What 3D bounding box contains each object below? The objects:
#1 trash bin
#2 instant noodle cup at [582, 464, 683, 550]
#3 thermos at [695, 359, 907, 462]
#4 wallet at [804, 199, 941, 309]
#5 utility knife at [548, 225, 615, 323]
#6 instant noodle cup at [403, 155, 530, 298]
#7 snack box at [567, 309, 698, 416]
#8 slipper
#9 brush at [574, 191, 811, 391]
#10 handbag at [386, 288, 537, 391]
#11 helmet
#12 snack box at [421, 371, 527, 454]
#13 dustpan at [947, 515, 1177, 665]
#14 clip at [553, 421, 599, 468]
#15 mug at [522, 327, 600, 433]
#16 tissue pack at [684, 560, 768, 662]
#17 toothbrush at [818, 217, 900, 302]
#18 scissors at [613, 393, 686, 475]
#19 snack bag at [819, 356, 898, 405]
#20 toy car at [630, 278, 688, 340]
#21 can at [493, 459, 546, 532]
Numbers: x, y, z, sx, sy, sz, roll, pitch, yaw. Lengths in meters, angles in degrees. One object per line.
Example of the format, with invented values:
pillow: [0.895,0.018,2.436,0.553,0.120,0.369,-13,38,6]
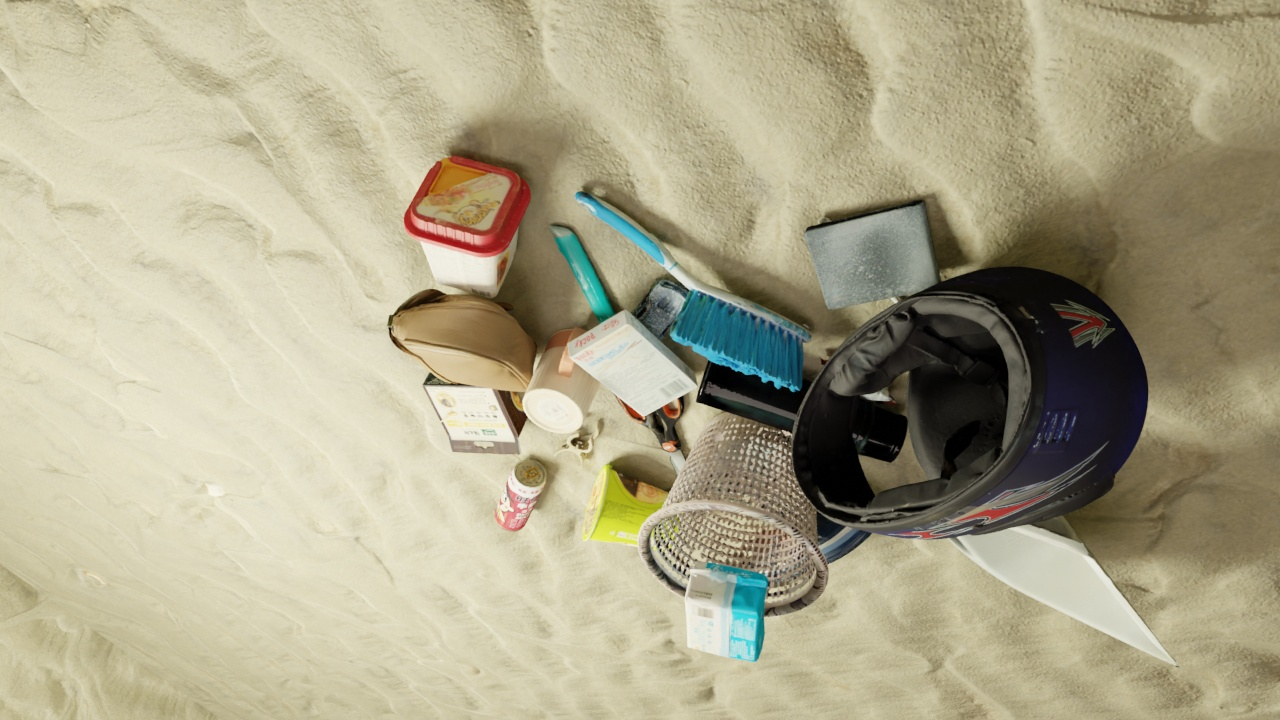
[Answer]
trash bin: [0.128,0.176,1.139,0.227,0.191,0.228,10,136,10]
instant noodle cup: [-0.007,0.217,1.302,0.123,0.111,0.112,17,137,-9]
thermos: [0.188,0.063,1.098,0.242,0.068,0.090,20,144,1]
wallet: [0.237,-0.106,0.934,0.121,0.019,0.097,-12,120,21]
utility knife: [-0.051,-0.072,1.090,0.029,0.013,0.219,-9,127,25]
instant noodle cup: [-0.186,-0.141,1.009,0.117,0.116,0.124,16,148,5]
snack box: [-0.006,0.006,1.091,0.085,0.026,0.157,-29,136,20]
slipper: [0.218,0.235,1.244,0.254,0.104,0.095,-38,84,35]
brush: [0.053,-0.072,1.010,0.314,0.109,0.060,23,174,-11]
handbag: [-0.205,-0.023,1.106,0.148,0.099,0.204,7,166,8]
helmet: [0.332,0.052,0.907,0.240,0.247,0.317,6,145,-38]
snack box: [-0.225,0.068,1.264,0.113,0.053,0.126,1,134,19]
dustpan: [0.458,0.243,1.090,0.143,0.257,0.222,-38,115,16]
clip: [-0.086,0.116,1.277,0.074,0.034,0.101,26,141,-7]
mug: [-0.089,0.016,1.124,0.081,0.105,0.115,20,137,0]
tissue pack: [0.103,0.295,1.082,0.090,0.063,0.140,8,134,14]
toothbrush: [0.245,-0.087,0.964,0.016,0.016,0.180,-36,114,29]
scissors: [0.048,0.103,1.221,0.139,0.021,0.235,-25,121,36]
snack bag: [0.252,0.022,1.060,0.105,0.026,0.045,34,167,-18]
toy car: [0.018,-0.053,1.071,0.049,0.031,0.106,30,137,-10]
can: [-0.182,0.204,1.383,0.053,0.053,0.133,24,137,-4]
